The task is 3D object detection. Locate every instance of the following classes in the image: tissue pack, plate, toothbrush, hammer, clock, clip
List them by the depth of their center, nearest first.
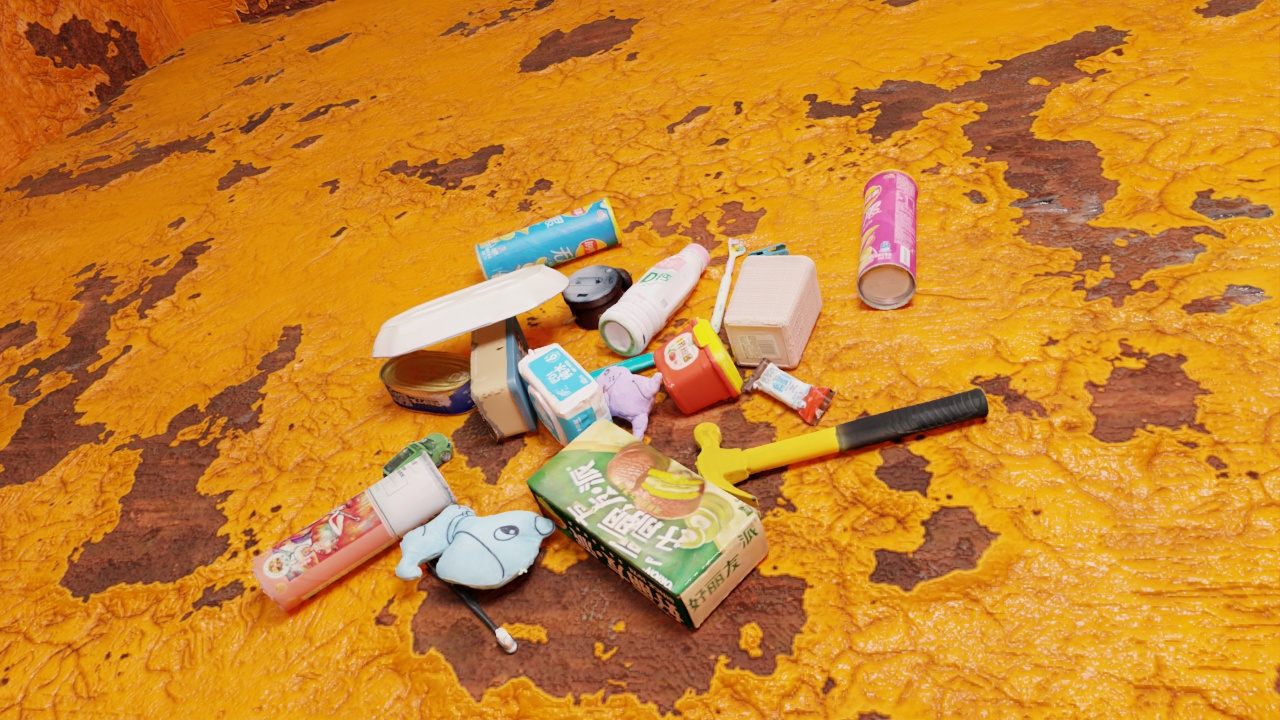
[{"bbox_3d":[-0.177,0.240,0.930,0.015,0.018,0.181,-40,41,-20],"label":"toothbrush"},{"bbox_3d":[0.204,0.082,0.945,0.301,0.033,0.128,-16,39,5],"label":"hammer"},{"bbox_3d":[-0.087,0.049,1.062,0.063,0.090,0.140,-30,40,-15],"label":"tissue pack"},{"bbox_3d":[-0.219,-0.068,1.166,0.266,0.034,0.162,-19,15,4],"label":"plate"},{"bbox_3d":[0.113,-0.099,1.213,0.020,0.029,0.189,-45,19,43],"label":"toothbrush"},{"bbox_3d":[0.173,-0.144,1.245,0.056,0.014,0.042,-18,37,3],"label":"clip"},{"bbox_3d":[-0.057,-0.094,1.249,0.082,0.055,0.121,1,42,25],"label":"clock"}]

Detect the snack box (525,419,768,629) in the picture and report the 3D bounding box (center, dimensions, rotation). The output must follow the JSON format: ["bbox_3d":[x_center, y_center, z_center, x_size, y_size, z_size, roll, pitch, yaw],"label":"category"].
[{"bbox_3d":[0.002,0.154,0.918,0.114,0.063,0.240,-40,43,-23],"label":"snack box"}]

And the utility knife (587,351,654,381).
[{"bbox_3d":[-0.007,0.007,1.140,0.216,0.013,0.029,-19,37,5],"label":"utility knife"}]

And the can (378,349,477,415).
[{"bbox_3d":[-0.270,0.029,1.195,0.148,0.049,0.074,5,44,28],"label":"can"}]

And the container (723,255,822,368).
[{"bbox_3d":[0.155,-0.055,1.088,0.090,0.090,0.110,4,47,26],"label":"container"}]

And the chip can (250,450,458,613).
[{"bbox_3d":[-0.311,0.187,1.006,0.214,0.071,0.071,-33,40,-15],"label":"chip can"}]

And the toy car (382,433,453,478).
[{"bbox_3d":[-0.267,0.119,1.098,0.043,0.036,0.091,21,49,41],"label":"toy car"}]

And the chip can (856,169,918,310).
[{"bbox_3d":[0.312,-0.156,1.155,0.071,0.071,0.210,-3,41,20],"label":"chip can"}]

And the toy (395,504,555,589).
[{"bbox_3d":[-0.172,0.194,0.953,0.161,0.050,0.156,-29,37,-19],"label":"toy"}]

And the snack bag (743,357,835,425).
[{"bbox_3d":[0.165,0.033,1.024,0.104,0.026,0.048,26,77,44],"label":"snack bag"}]

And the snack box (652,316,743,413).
[{"bbox_3d":[0.065,0.010,1.060,0.080,0.082,0.091,-31,38,7],"label":"snack box"}]

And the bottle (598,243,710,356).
[{"bbox_3d":[0.026,-0.086,1.199,0.068,0.068,0.196,14,45,35],"label":"bottle"}]

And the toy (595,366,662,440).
[{"bbox_3d":[-0.018,0.043,1.069,0.108,0.039,0.084,20,94,49],"label":"toy"}]

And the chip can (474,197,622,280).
[{"bbox_3d":[-0.136,-0.175,1.366,0.210,0.071,0.071,-20,38,-1],"label":"chip can"}]

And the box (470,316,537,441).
[{"bbox_3d":[-0.169,0.019,1.133,0.061,0.090,0.184,-18,39,1],"label":"box"}]
